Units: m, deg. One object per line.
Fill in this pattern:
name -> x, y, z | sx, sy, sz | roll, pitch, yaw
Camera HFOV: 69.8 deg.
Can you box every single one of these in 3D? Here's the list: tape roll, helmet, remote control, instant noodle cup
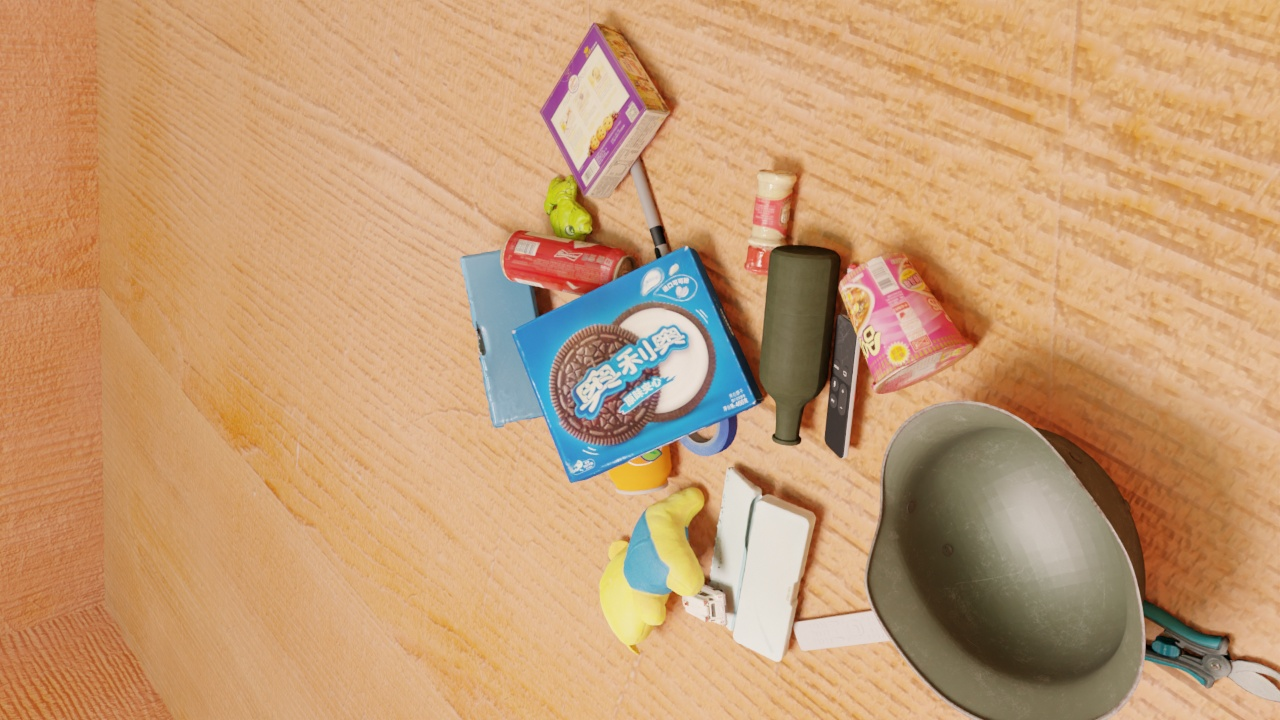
tape roll -> 0.074, 0.067, 1.094 | 0.091, 0.016, 0.093 | 8, 106, 42
helmet -> 0.322, 0.153, 0.781 | 0.228, 0.153, 0.267 | -30, 79, 45
remote control -> 0.224, 0.296, 1.009 | 0.131, 0.012, 0.033 | -26, 80, 44
instant noodle cup -> 0.242, -0.038, 0.862 | 0.098, 0.097, 0.108 | -40, 64, 42
remote control -> 0.207, 0.027, 0.941 | 0.045, 0.008, 0.147 | -125, 34, -65

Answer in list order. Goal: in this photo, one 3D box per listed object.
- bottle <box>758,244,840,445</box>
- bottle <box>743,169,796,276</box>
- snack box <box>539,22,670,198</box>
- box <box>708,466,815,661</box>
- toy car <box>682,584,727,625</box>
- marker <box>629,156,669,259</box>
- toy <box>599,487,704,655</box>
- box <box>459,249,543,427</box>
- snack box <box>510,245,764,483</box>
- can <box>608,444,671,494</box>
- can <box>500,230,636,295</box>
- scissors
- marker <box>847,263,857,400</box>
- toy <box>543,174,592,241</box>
bottle -> 0.161, -0.013, 0.953 | 0.071, 0.071, 0.207 | 17, 112, 40
bottle -> 0.136, -0.145, 0.965 | 0.044, 0.044, 0.109 | 22, 114, 39
snack box -> -0.047, -0.295, 1.092 | 0.144, 0.040, 0.148 | -48, 59, 40
box -> 0.130, 0.236, 1.060 | 0.136, 0.049, 0.197 | 31, 122, 44
toy car -> 0.070, 0.292, 1.114 | 0.113, 0.039, 0.039 | 172, 93, -68
marker -> 0.012, -0.176, 1.094 | 0.016, 0.016, 0.140 | -21, 86, 44
toy -> 0.006, 0.262, 1.138 | 0.215, 0.084, 0.148 | 125, 156, -44
box -> -0.183, -0.033, 1.257 | 0.102, 0.094, 0.231 | -169, 67, -76
snack box -> -0.006, 0.006, 1.053 | 0.239, 0.056, 0.195 | -25, 80, 13
can -> -0.006, 0.087, 1.132 | 0.079, 0.078, 0.142 | 0, 100, 44
can -> -0.092, -0.119, 1.148 | 0.170, 0.067, 0.067 | 14, 110, 24
scissors -> 0.452, 0.242, 0.774 | 0.154, 0.019, 0.128 | -34, 78, 41
marker -> 0.216, -0.028, 0.938 | 0.013, 0.012, 0.142 | 10, 107, 42
toy -> -0.094, -0.191, 1.180 | 0.094, 0.036, 0.093 | 9, 104, 49
